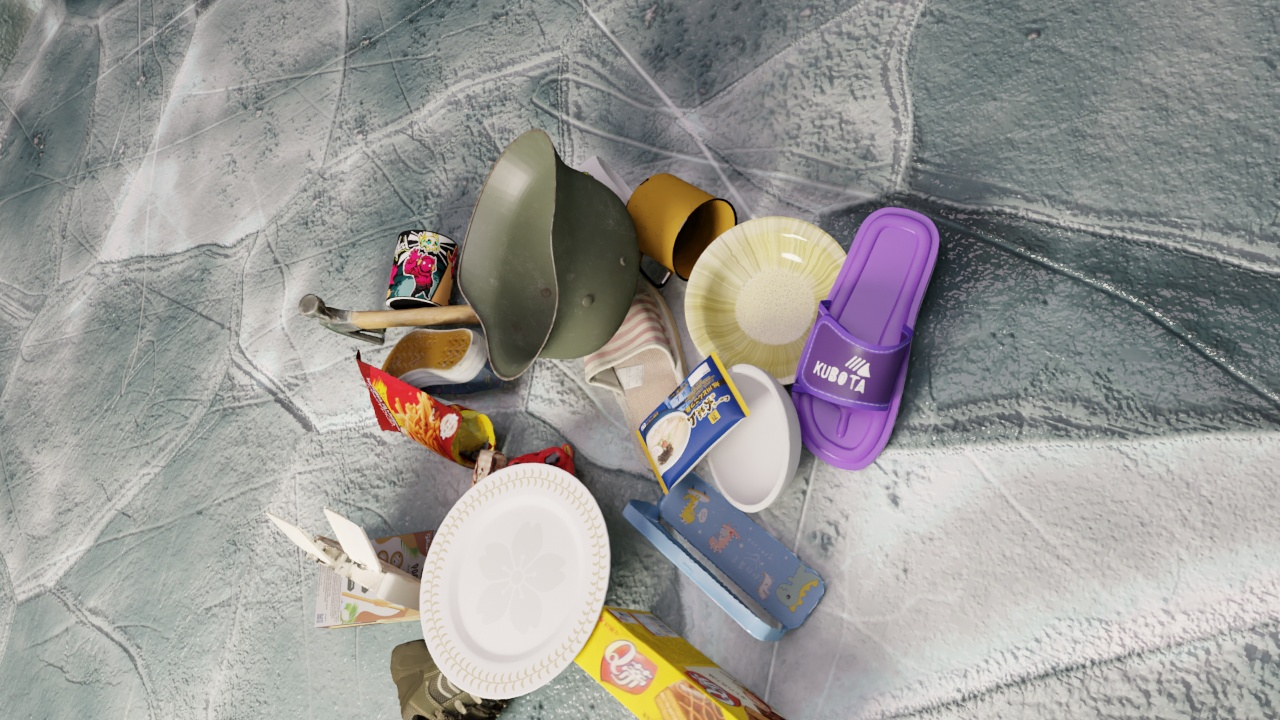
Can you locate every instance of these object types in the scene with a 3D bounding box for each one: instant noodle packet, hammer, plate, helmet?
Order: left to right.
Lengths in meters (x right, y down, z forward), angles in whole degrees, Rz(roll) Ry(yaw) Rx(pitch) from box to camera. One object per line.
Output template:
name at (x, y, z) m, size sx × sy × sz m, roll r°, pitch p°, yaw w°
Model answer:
hammer at (-0.273, -0.057, 1.210) m, size 0.331 × 0.132 × 0.033 m, roll -1°, pitch 70°, yaw 19°
plate at (-0.132, 0.225, 0.957) m, size 0.243 × 0.016 × 0.242 m, roll -14°, pitch 60°, yaw 26°
helmet at (-0.087, -0.099, 1.015) m, size 0.228 × 0.153 × 0.267 m, roll -14°, pitch 65°, yaw 54°
instant noodle packet at (0.052, 0.066, 0.960) m, size 0.134 × 0.026 × 0.087 m, roll -47°, pitch 49°, yaw 25°
plate at (0.142, -0.061, 0.991) m, size 0.185 × 0.036 × 0.184 m, roll -3°, pitch 80°, yaw 18°

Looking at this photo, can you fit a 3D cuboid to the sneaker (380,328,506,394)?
sneaker at (-0.255, 0.009, 1.188) m, size 0.236 × 0.079 × 0.087 m, roll -7°, pitch 57°, yaw 46°

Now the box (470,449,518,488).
box at (-0.177, 0.199, 1.082) m, size 0.071 × 0.056 × 0.187 m, roll 10°, pitch 77°, yaw -1°

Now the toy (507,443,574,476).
toy at (-0.100, 0.160, 1.060) m, size 0.088 × 0.094 × 0.133 m, roll -6°, pitch 95°, yaw 0°

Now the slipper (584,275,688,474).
slipper at (-0.006, 0.006, 1.055) m, size 0.115 × 0.052 × 0.262 m, roll -29°, pitch 60°, yaw 17°

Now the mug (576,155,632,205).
mug at (-0.046, -0.188, 1.124) m, size 0.068 × 0.094 × 0.115 m, roll -39°, pitch 65°, yaw 14°

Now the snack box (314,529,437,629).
snack box at (-0.326, 0.277, 1.152) m, size 0.186 × 0.031 × 0.101 m, roll -13°, pitch 66°, yaw 26°

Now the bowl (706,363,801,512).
bowl at (0.122, 0.078, 0.936) m, size 0.150 × 0.043 × 0.149 m, roll 3°, pitch 94°, yaw 62°

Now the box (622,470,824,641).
box at (0.080, 0.189, 0.926) m, size 0.209 × 0.073 × 0.085 m, roll 37°, pitch 88°, yaw 34°

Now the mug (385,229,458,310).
mug at (-0.306, -0.113, 1.262) m, size 0.118 × 0.081 × 0.098 m, roll -20°, pitch 60°, yaw 54°

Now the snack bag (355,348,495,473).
snack bag at (-0.273, 0.069, 1.151) m, size 0.208 × 0.139 × 0.066 m, roll 24°, pitch 54°, yaw 33°

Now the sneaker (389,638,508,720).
sneaker at (-0.181, 0.367, 0.993) m, size 0.238 × 0.101 × 0.142 m, roll -20°, pitch 59°, yaw 28°

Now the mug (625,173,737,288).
mug at (0.036, -0.146, 1.058) m, size 0.094 × 0.100 × 0.124 m, roll 36°, pitch 97°, yaw 36°

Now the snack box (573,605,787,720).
snack box at (0.051, 0.324, 0.870) m, size 0.230 × 0.110 × 0.061 m, roll 30°, pitch 90°, yaw 34°

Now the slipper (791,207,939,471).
slipper at (0.217, -0.028, 0.895) m, size 0.107 × 0.084 × 0.266 m, roll 19°, pitch 87°, yaw 20°

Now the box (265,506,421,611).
box at (-0.326, 0.224, 1.045) m, size 0.144 × 0.188 × 0.057 m, roll 16°, pitch 65°, yaw 30°
